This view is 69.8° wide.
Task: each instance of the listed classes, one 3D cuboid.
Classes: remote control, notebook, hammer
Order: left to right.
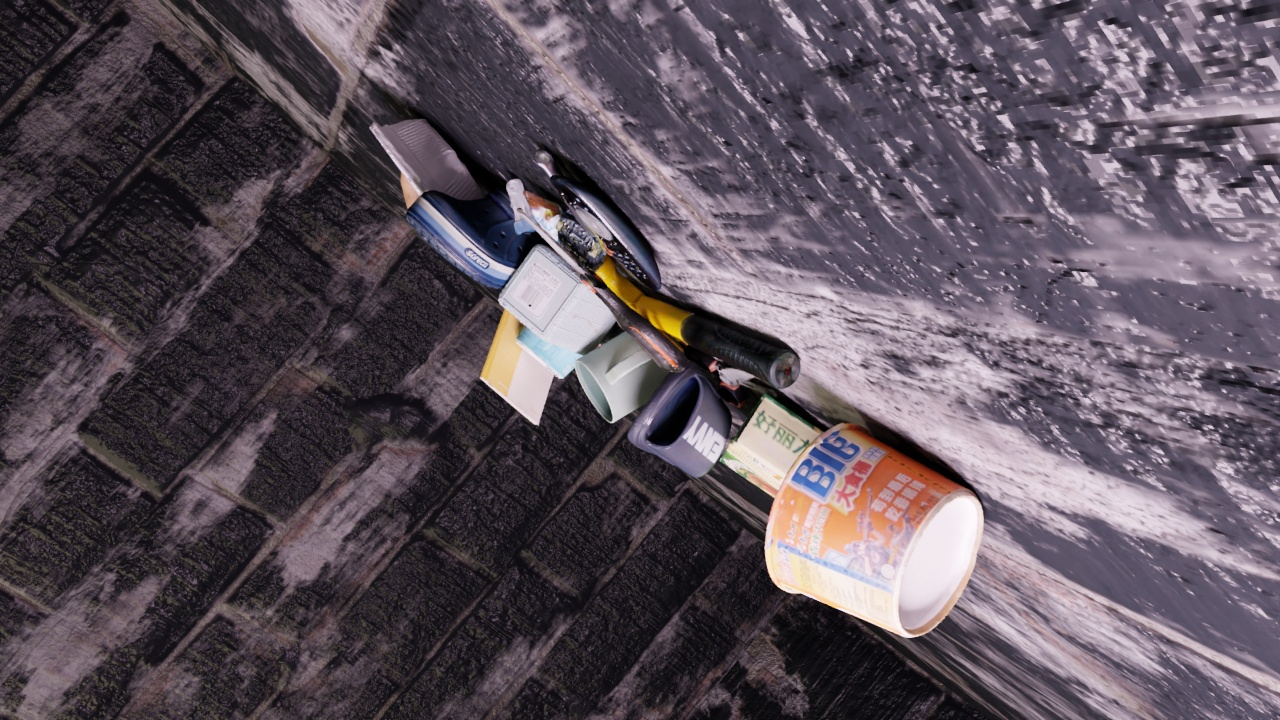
[{"bbox_3d":[-0.142,-0.037,1.223,0.010,0.205,0.146,5,155,27],"label":"notebook"},{"bbox_3d":[-0.023,-0.110,0.763,0.136,0.024,0.053,46,173,-34],"label":"remote control"},{"bbox_3d":[0.050,-0.028,0.854,0.129,0.033,0.301,44,173,-29],"label":"hammer"}]

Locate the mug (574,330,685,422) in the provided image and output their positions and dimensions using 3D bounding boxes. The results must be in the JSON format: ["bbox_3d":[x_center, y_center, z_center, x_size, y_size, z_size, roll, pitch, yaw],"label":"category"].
[{"bbox_3d":[-0.006,0.006,1.018,0.082,0.106,0.112,59,165,6],"label":"mug"}]

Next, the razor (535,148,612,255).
[{"bbox_3d":[-0.048,-0.129,0.792,0.043,0.022,0.143,31,168,49],"label":"razor"}]

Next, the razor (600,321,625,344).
[{"bbox_3d":[0.024,-0.003,1.131,0.167,0.062,0.068,37,144,-19],"label":"razor"}]

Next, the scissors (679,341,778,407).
[{"bbox_3d":[0.096,0.021,1.005,0.197,0.015,0.214,37,171,32],"label":"scissors"}]

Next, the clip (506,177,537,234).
[{"bbox_3d":[-0.122,-0.159,0.943,0.028,0.024,0.057,139,116,-81],"label":"clip"}]

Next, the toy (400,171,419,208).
[{"bbox_3d":[-0.298,-0.229,1.337,0.226,0.082,0.143,48,166,-31],"label":"toy"}]

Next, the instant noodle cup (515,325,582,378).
[{"bbox_3d":[-0.093,-0.045,1.170,0.111,0.120,0.111,40,174,5],"label":"instant noodle cup"}]

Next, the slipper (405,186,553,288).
[{"bbox_3d":[-0.147,-0.138,1.017,0.105,0.095,0.252,39,-169,22],"label":"slipper"}]

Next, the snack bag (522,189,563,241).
[{"bbox_3d":[-0.085,-0.136,0.935,0.048,0.026,0.104,29,169,24],"label":"snack bag"}]

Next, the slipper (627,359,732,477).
[{"bbox_3d":[0.067,0.076,1.031,0.083,0.110,0.268,32,177,20],"label":"slipper"}]

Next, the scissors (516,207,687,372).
[{"bbox_3d":[-0.045,-0.068,0.900,0.235,0.021,0.125,42,174,-6],"label":"scissors"}]

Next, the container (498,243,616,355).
[{"bbox_3d":[-0.085,-0.067,1.002,0.090,0.090,0.111,40,-172,19],"label":"container"}]

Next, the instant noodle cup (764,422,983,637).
[{"bbox_3d":[0.188,0.137,0.721,0.111,0.151,0.151,23,163,44],"label":"instant noodle cup"}]

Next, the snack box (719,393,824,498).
[{"bbox_3d":[0.153,0.107,0.986,0.114,0.063,0.240,34,173,8],"label":"snack box"}]

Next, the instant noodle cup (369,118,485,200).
[{"bbox_3d":[-0.229,-0.204,1.069,0.138,0.060,0.173,48,172,31],"label":"instant noodle cup"}]

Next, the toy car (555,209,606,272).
[{"bbox_3d":[-0.055,-0.114,0.882,0.049,0.031,0.106,39,168,3],"label":"toy car"}]

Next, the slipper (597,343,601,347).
[{"bbox_3d":[-0.019,0.002,1.356,0.114,0.054,0.274,44,172,-34],"label":"slipper"}]
